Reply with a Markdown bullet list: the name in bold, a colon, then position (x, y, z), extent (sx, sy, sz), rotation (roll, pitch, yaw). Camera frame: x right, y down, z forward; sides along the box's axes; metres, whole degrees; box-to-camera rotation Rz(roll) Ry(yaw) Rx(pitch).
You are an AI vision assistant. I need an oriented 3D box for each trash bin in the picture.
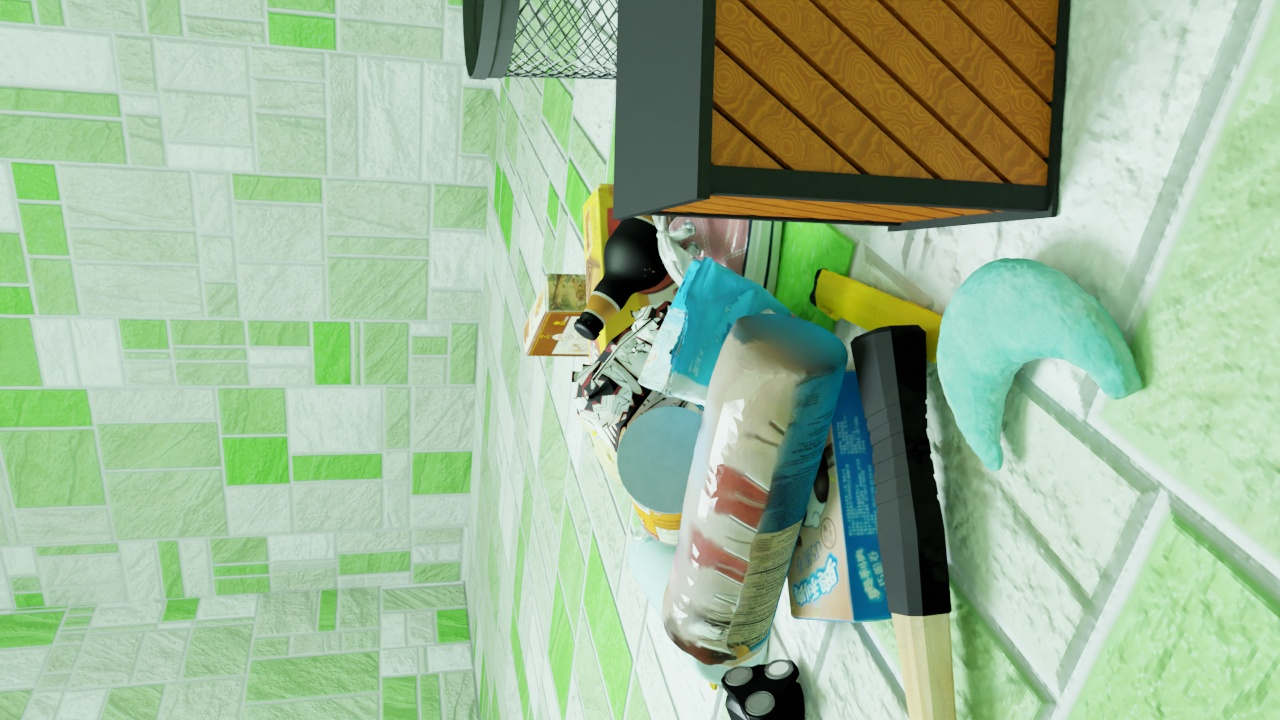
- **trash bin**: position (-0.013, -0.322, 0.710), extent (0.218, 0.227, 0.217), rotation (179, 91, -74)
- **trash bin**: position (0.088, -0.140, 0.452), extent (0.140, 0.171, 0.140), rotation (-162, 72, -74)

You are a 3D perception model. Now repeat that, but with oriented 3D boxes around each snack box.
- **snack box**: position (0.121, 0.089, 0.589), extent (0.087, 0.034, 0.151), rotation (138, 130, -70)
- **snack box**: position (0.008, -0.044, 0.849), extent (0.062, 0.110, 0.230), rotation (146, 123, -70)
- **snack box**: position (-0.039, -0.043, 0.949), extent (0.143, 0.147, 0.041), rotation (129, 139, -67)

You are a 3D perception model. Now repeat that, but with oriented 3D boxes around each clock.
- **clock**: position (-0.004, 0.004, 0.691), extent (0.065, 0.114, 0.154), rotation (43, 178, 19)

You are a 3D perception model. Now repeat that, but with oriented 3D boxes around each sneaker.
- **sneaker**: position (0.055, -0.094, 0.722), extent (0.118, 0.087, 0.241), rotation (-116, 28, -57)

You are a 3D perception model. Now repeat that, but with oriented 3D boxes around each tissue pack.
- **tissue pack**: position (0.059, -0.007, 0.621), extent (0.062, 0.144, 0.093), rotation (26, 92, 29)

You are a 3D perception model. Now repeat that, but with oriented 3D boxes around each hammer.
- **hammer**: position (0.146, 0.146, 0.474), extent (0.131, 0.039, 0.328), rotation (146, 121, -73)

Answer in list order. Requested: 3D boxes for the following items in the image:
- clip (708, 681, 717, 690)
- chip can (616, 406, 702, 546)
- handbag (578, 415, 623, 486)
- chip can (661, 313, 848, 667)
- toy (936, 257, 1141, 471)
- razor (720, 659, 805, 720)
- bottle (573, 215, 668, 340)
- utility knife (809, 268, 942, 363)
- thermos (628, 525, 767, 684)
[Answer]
- **clip**: position (0.069, 0.263, 0.808), extent (0.049, 0.044, 0.054), rotation (49, 171, -15)
- **chip can**: position (0.027, 0.099, 0.729), extent (0.215, 0.075, 0.075), rotation (79, -174, -72)
- **handbag**: position (-0.001, 0.067, 0.939), extent (0.111, 0.081, 0.119), rotation (69, 155, 17)
- **chip can**: position (0.066, 0.086, 0.574), extent (0.079, 0.079, 0.230), rotation (-114, 28, -56)
- **toy**: position (0.172, -0.003, 0.419), extent (0.105, 0.033, 0.085), rotation (119, 136, -58)
- **razor**: position (0.098, 0.294, 0.643), extent (0.060, 0.057, 0.156), rotation (31, -133, -75)
- **bottle**: position (0.001, -0.094, 0.791), extent (0.181, 0.059, 0.059), rotation (-56, 6, -18)
- **utility knife**: position (0.144, -0.024, 0.538), extent (0.179, 0.017, 0.030), rotation (-131, 39, -67)
- **thermos**: position (0.042, 0.205, 0.810), extent (0.078, 0.065, 0.207), rotation (53, 174, -18)
